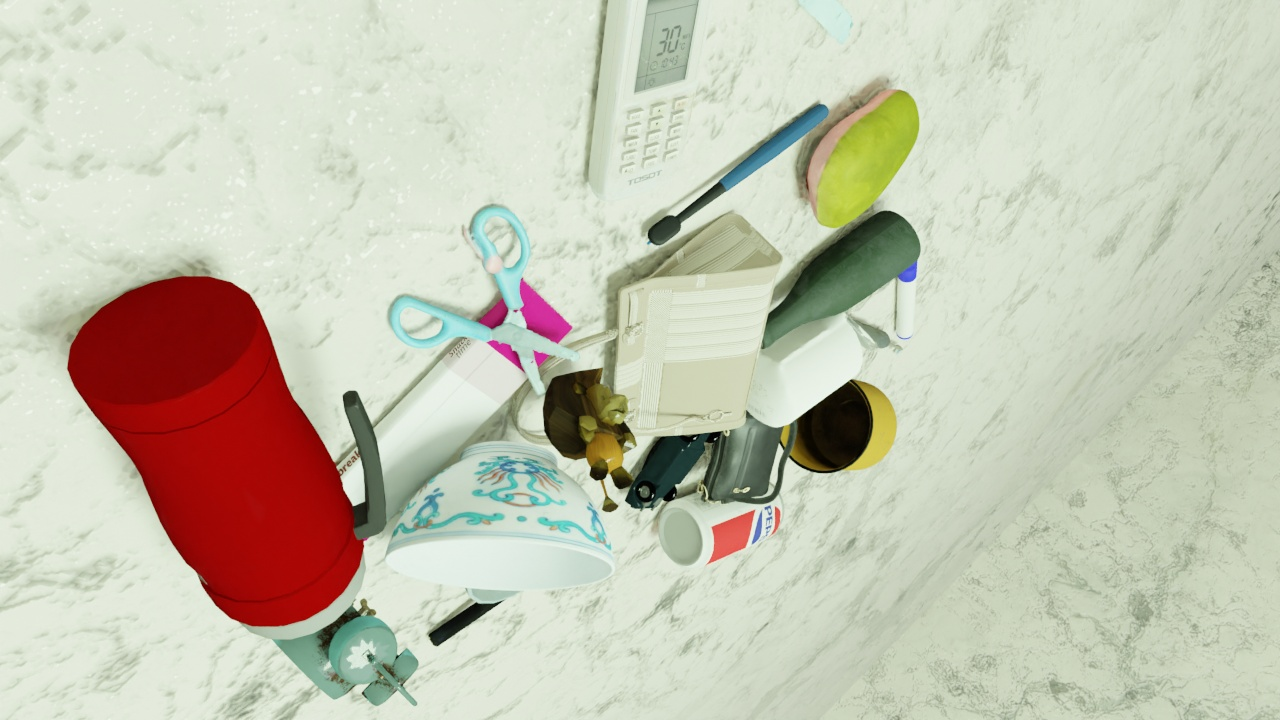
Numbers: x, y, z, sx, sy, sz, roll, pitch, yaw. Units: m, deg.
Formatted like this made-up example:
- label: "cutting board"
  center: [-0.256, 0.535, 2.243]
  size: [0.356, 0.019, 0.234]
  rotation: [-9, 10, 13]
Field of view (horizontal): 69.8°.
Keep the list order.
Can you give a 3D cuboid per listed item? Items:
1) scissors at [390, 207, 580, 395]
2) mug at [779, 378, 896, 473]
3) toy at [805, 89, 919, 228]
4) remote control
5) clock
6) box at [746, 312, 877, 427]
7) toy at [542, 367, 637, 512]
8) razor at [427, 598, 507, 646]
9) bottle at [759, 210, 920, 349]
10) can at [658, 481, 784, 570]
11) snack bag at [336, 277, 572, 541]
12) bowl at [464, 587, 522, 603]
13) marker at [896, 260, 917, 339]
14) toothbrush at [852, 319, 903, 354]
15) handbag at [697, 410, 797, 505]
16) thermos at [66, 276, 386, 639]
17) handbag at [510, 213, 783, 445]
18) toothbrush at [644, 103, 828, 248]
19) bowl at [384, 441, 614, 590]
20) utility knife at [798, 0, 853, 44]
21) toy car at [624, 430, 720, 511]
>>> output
- label: "scissors"
  center: [-0.091, -0.017, 0.537]
  size: [0.111, 0.015, 0.141]
  rotation: [-31, 127, -17]
- label: "mug"
  center: [0.194, 0.067, 0.946]
  size: [0.124, 0.100, 0.094]
  rotation: [-14, 167, 31]
- label: "toy"
  center: [0.167, -0.153, 0.685]
  size: [0.110, 0.051, 0.090]
  rotation: [-44, 152, -9]
- label: "remote control"
  center: [0.004, -0.153, 0.506]
  size: [0.060, 0.025, 0.139]
  rotation: [-25, 144, -32]
- label: "clock"
  center: [-0.183, 0.172, 0.563]
  size: [0.053, 0.124, 0.090]
  rotation: [-44, 151, -22]
- label: "box"
  center: [0.152, -0.007, 0.815]
  size: [0.143, 0.080, 0.089]
  rotation: [-29, 127, -29]
- label: "toy"
  center: [-0.028, 0.051, 0.595]
  size: [0.063, 0.100, 0.076]
  rotation: [-41, 137, 23]
- label: "razor"
  center: [-0.115, 0.192, 0.772]
  size: [0.144, 0.022, 0.043]
  rotation: [-38, 148, -14]
- label: "bottle"
  center: [0.158, -0.062, 0.779]
  size: [0.174, 0.055, 0.055]
  rotation: [-35, 148, -16]
- label: "can"
  center: [0.084, 0.163, 0.936]
  size: [0.131, 0.070, 0.070]
  rotation: [-10, 134, -46]
- label: "snack bag"
  center: [-0.126, 0.034, 0.576]
  size: [0.196, 0.016, 0.070]
  rotation: [-46, 146, 0]
- label: "bowl"
  center: [-0.098, 0.135, 0.707]
  size: [0.106, 0.039, 0.106]
  rotation: [-31, 147, -24]
- label: "marker"
  center: [0.278, -0.066, 0.958]
  size: [0.020, 0.020, 0.141]
  rotation: [-41, 149, -10]
- label: "toothbrush"
  center: [0.247, -0.024, 0.968]
  size: [0.024, 0.022, 0.185]
  rotation: [-53, 150, 17]
- label: "handbag"
  center: [0.097, 0.085, 0.867]
  size: [0.079, 0.054, 0.129]
  rotation: [-11, 123, -36]
- label: "thermos"
  center: [-0.184, 0.055, 0.453]
  size: [0.108, 0.084, 0.199]
  rotation: [-12, 139, -11]
- label: "handbag"
  center: [-0.004, 0.004, 0.672]
  size: [0.197, 0.062, 0.176]
  rotation: [-21, 142, -23]
- label: "toothbrush"
  center: [0.068, -0.128, 0.626]
  size: [0.167, 0.014, 0.014]
  rotation: [-39, -177, -17]
- label: "bowl"
  center: [-0.088, 0.098, 0.596]
  size: [0.144, 0.074, 0.144]
  rotation: [1, 155, 0]
- label: "utility knife"
  center: [0.073, -0.226, 0.513]
  size: [0.223, 0.019, 0.030]
  rotation: [15, 121, -51]
- label: "toy car"
  center: [0.028, 0.087, 0.811]
  size: [0.046, 0.034, 0.112]
  rotation: [9, 120, -54]
